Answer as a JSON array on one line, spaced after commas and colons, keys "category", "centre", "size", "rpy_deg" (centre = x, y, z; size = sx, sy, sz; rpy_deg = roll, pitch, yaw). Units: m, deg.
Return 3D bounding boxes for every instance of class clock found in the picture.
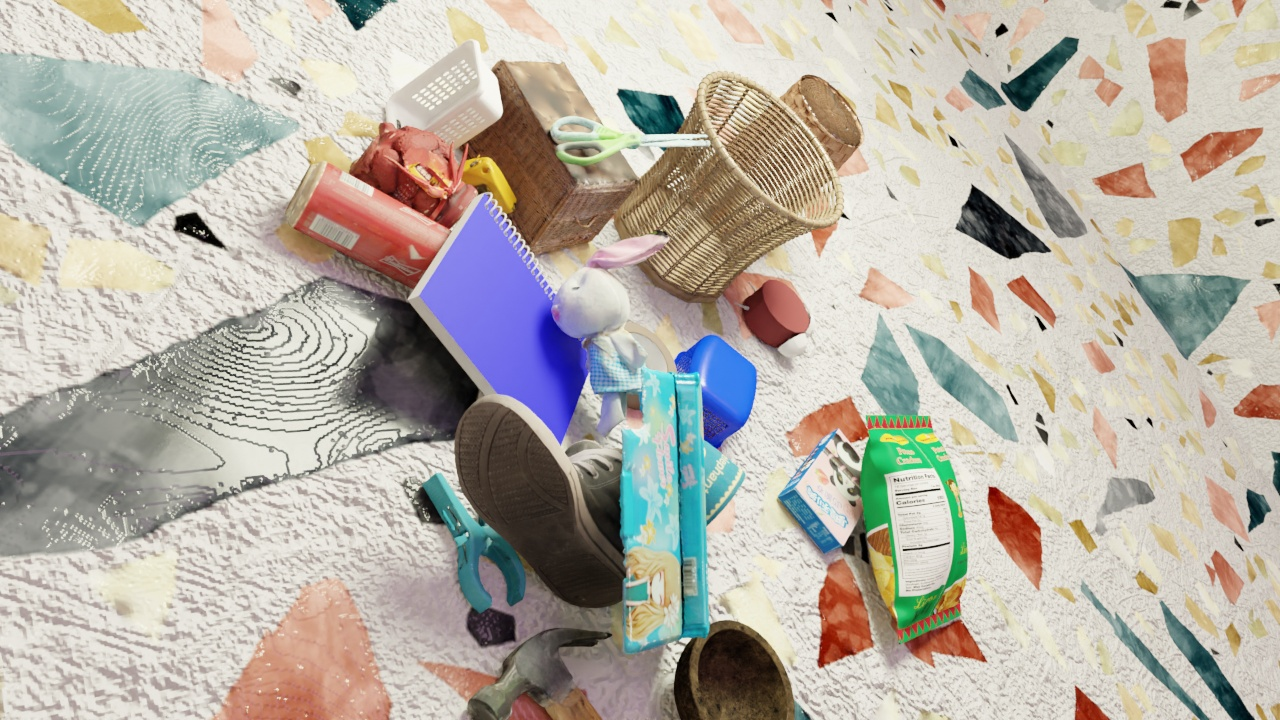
[{"category": "clock", "centre": [0.186, -0.054, 1.214], "size": [0.124, 0.044, 0.086], "rpy_deg": [45, 39, -6]}]

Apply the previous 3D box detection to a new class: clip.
[{"category": "clip", "centre": [-0.123, 0.149, 0.776], "size": [0.113, 0.028, 0.126], "rpy_deg": [8, 53, -37]}]

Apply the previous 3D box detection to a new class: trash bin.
[{"category": "trash bin", "centre": [0.191, -0.267, 1.258], "size": [0.151, 0.211, 0.151], "rpy_deg": [24, 46, -28]}]

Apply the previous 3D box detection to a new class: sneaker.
[{"category": "sneaker", "centre": [-0.070, 0.093, 0.771], "size": [0.235, 0.095, 0.119], "rpy_deg": [55, 27, -34]}]

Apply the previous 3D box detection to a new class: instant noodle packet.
[{"category": "instant noodle packet", "centre": [0.329, 0.191, 1.095], "size": [0.195, 0.091, 0.252], "rpy_deg": [4, 76, -51]}]

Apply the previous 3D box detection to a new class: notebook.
[{"category": "notebook", "centre": [-0.119, -0.032, 0.867], "size": [0.209, 0.022, 0.171], "rpy_deg": [56, 33, -30]}]

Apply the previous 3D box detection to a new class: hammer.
[{"category": "hammer", "centre": [0.009, 0.355, 0.732], "size": [0.330, 0.033, 0.131], "rpy_deg": [51, 38, 0]}]

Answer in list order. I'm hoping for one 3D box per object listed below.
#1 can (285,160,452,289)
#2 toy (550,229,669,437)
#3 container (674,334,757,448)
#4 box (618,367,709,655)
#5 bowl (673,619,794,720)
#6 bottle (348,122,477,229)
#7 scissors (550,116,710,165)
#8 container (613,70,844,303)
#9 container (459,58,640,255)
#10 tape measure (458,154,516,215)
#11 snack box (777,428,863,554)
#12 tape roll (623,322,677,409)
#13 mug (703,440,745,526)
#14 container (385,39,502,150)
[{"category": "can", "centre": [-0.235, -0.116, 0.846], "size": [0.170, 0.067, 0.067], "rpy_deg": [28, 44, -24]}, {"category": "toy", "centre": [-0.043, -0.026, 0.909], "size": [0.105, 0.131, 0.205], "rpy_deg": [6, 79, -26]}, {"category": "container", "centre": [0.083, 0.031, 1.037], "size": [0.096, 0.058, 0.114], "rpy_deg": [38, 40, -15]}, {"category": "box", "centre": [0.023, 0.122, 0.779], "size": [0.181, 0.074, 0.227], "rpy_deg": [51, 37, -80]}, {"category": "bowl", "centre": [0.073, 0.299, 0.815], "size": [0.121, 0.056, 0.121], "rpy_deg": [25, 45, -28]}, {"category": "bottle", "centre": [-0.217, -0.178, 0.886], "size": [0.111, 0.099, 0.098], "rpy_deg": [43, 39, -22]}, {"category": "scissors", "centre": [-0.006, -0.227, 0.960], "size": [0.175, 0.033, 0.072], "rpy_deg": [-5, 54, -12]}, {"category": "container", "centre": [0.099, -0.200, 1.127], "size": [0.226, 0.197, 0.226], "rpy_deg": [25, 45, -28]}, {"category": "container", "centre": [-0.107, -0.230, 1.023], "size": [0.113, 0.113, 0.198], "rpy_deg": [-19, 72, -49]}, {"category": "tape measure", "centre": [-0.171, -0.180, 0.964], "size": [0.030, 0.059, 0.068], "rpy_deg": [-83, 154, -45]}, {"category": "snack box", "centre": [0.229, 0.154, 1.097], "size": [0.088, 0.033, 0.153], "rpy_deg": [51, 39, 1]}, {"category": "tape roll", "centre": [-0.006, 0.006, 0.995], "size": [0.093, 0.030, 0.093], "rpy_deg": [25, 45, -28]}, {"category": "mug", "centre": [0.031, 0.118, 0.904], "size": [0.104, 0.085, 0.111], "rpy_deg": [42, 50, -1]}, {"category": "container", "centre": [-0.202, -0.264, 0.960], "size": [0.049, 0.129, 0.080], "rpy_deg": [31, 38, -51]}]
